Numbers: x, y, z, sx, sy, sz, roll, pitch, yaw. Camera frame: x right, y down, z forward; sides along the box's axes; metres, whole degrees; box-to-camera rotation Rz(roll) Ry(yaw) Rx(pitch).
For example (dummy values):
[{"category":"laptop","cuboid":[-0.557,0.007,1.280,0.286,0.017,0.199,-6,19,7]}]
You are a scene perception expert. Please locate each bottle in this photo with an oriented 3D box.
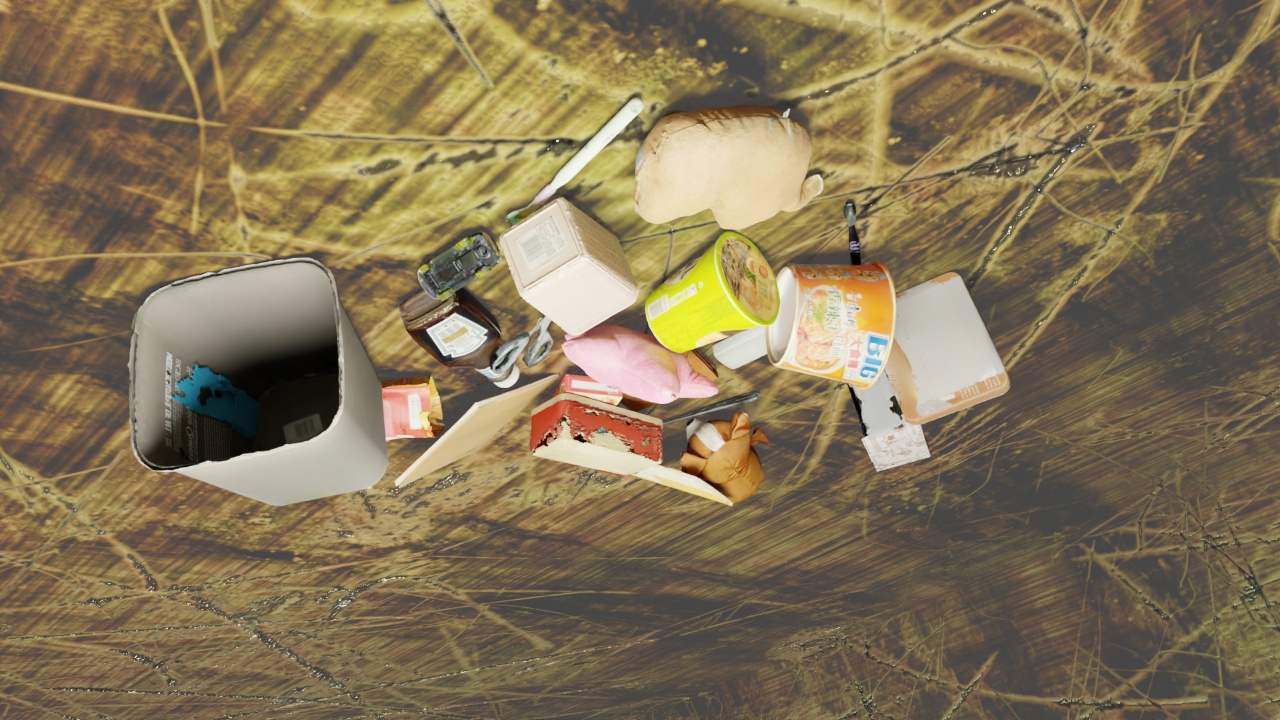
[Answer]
[{"category":"bottle","cuboid":[-0.193,-0.021,1.041,0.080,0.044,0.195,-28,150,6]}]

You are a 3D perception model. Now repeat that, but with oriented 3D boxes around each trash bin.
[{"category":"trash bin","cuboid":[-0.370,0.040,0.939,0.198,0.198,0.220,-11,157,-3]}]

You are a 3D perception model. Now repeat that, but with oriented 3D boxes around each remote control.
[{"category":"remote control","cuboid":[0.168,-0.034,1.190,0.150,0.021,0.058,-27,147,22]}]

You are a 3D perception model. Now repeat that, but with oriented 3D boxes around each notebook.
[{"category":"notebook","cuboid":[0.022,0.168,1.363,0.206,0.010,0.146,13,164,32]},{"category":"notebook","cuboid":[-0.212,0.091,1.189,0.212,0.012,0.149,-40,169,37]}]

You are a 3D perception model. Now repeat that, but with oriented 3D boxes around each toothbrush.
[{"category":"toothbrush","cuboid":[0.088,0.074,1.345,0.181,0.015,0.018,-16,141,6]},{"category":"toothbrush","cuboid":[0.251,-0.128,1.073,0.014,0.016,0.189,-14,152,11]},{"category":"toothbrush","cuboid":[-0.061,-0.179,0.853,0.029,0.020,0.190,32,130,-27]}]

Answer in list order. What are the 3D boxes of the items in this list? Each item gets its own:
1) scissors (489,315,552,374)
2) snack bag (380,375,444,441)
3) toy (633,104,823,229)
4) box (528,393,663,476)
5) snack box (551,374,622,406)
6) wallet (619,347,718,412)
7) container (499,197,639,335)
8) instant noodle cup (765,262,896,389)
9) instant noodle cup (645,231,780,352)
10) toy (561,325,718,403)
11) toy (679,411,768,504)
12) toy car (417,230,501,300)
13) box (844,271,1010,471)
[{"category":"scissors","cuboid":[-0.110,-0.042,1.031,0.165,0.014,0.163,-33,161,-13]},{"category":"snack bag","cuboid":[-0.351,0.071,1.118,0.208,0.073,0.129,-7,145,-1]},{"category":"toy","cuboid":[0.102,-0.180,0.869,0.225,0.082,0.144,0,152,-28]},{"category":"box","cuboid":[-0.054,0.106,1.186,0.168,0.077,0.092,17,149,-35]},{"category":"snack box","cuboid":[-0.081,0.063,1.215,0.075,0.025,0.153,7,153,-17]},{"category":"wallet","cuboid":[0.027,0.023,1.221,0.132,0.031,0.108,-23,150,15]},{"category":"container","cuboid":[-0.071,-0.093,0.902,0.090,0.090,0.111,-29,156,14]},{"category":"instant noodle cup","cuboid":[0.216,-0.046,1.071,0.111,0.151,0.152,6,147,-8]},{"category":"instant noodle cup","cuboid":[0.075,-0.067,1.024,0.124,0.111,0.111,-27,148,37]},{"category":"toy","cuboid":[-0.006,0.006,1.053,0.194,0.178,0.075,16,100,-28]},{"category":"toy","cuboid":[0.120,0.138,1.372,0.140,0.130,0.199,-45,159,-1]},{"category":"toy car","cuboid":[-0.182,-0.095,0.923,0.091,0.042,0.035,-28,-168,21]},{"category":"box","cuboid":[0.365,0.022,1.212,0.206,0.180,0.158,-24,147,18]}]
